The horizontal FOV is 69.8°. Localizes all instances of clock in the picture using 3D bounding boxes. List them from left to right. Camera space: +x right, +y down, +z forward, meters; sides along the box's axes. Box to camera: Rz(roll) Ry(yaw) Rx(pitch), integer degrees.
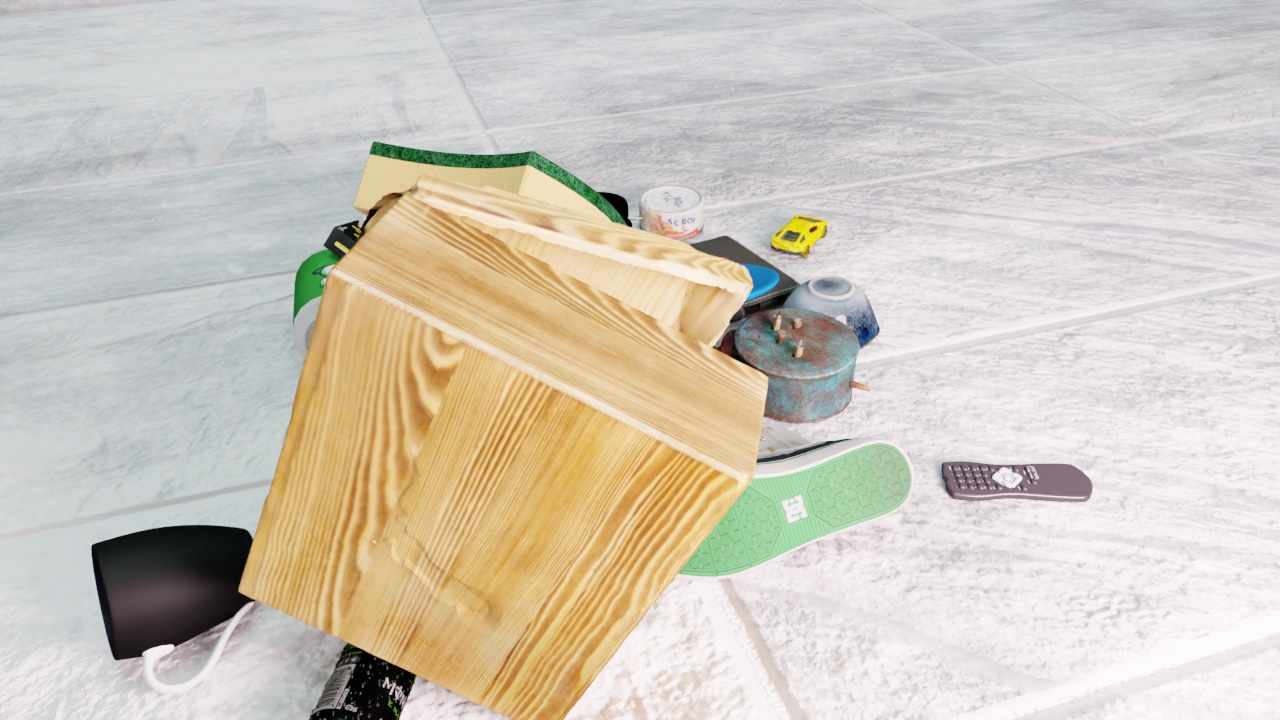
[{"bbox_3d":[-0.066,-0.180,1.186,0.120,0.043,0.091,-16,37,-20],"label":"clock"},{"bbox_3d":[0.133,0.000,0.892,0.157,0.073,0.121,-5,35,-3],"label":"clock"}]

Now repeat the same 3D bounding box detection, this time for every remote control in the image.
[{"bbox_3d":[0.086,0.075,0.800,0.135,0.011,0.050,-5,22,-35],"label":"remote control"},{"bbox_3d":[0.325,0.104,0.791,0.124,0.009,0.046,1,35,3],"label":"remote control"}]

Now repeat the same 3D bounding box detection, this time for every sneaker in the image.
[{"bbox_3d":[0.094,0.115,0.738,0.235,0.084,0.079,-14,0,-4],"label":"sneaker"}]

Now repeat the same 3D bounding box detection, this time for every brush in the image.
[{"bbox_3d":[-0.161,-0.159,1.007,0.250,0.075,0.195,11,-8,29],"label":"brush"}]

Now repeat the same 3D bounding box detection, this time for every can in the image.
[{"bbox_3d":[-0.322,-0.057,0.976,0.087,0.088,0.139,-10,35,-13],"label":"can"},{"bbox_3d":[-0.176,0.205,0.619,0.054,0.054,0.137,4,35,8],"label":"can"},{"bbox_3d":[0.041,-0.194,1.204,0.086,0.043,0.086,-1,36,1],"label":"can"}]

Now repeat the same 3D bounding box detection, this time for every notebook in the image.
[{"bbox_3d":[0.058,-0.085,1.061,0.208,0.029,0.169,-20,39,-22],"label":"notebook"}]

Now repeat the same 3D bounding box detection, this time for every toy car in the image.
[{"bbox_3d":[0.203,-0.162,1.165,0.049,0.030,0.106,16,37,25],"label":"toy car"}]

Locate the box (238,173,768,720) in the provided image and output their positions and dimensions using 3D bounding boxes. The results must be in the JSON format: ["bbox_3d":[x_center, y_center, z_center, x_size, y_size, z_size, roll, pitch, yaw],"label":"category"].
[{"bbox_3d":[-0.096,0.040,0.593,0.258,0.280,0.220,26,38,-7],"label":"box"}]

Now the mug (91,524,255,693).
[{"bbox_3d":[-0.326,0.174,0.659,0.100,0.085,0.118,-11,64,-35],"label":"mug"}]

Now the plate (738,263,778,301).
[{"bbox_3d":[0.024,-0.062,0.906,0.224,0.024,0.224,-6,15,2],"label":"plate"}]

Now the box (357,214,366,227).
[{"bbox_3d":[-0.228,-0.021,0.819,0.084,0.186,0.210,6,23,-25],"label":"box"}]

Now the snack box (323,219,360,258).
[{"bbox_3d":[-0.261,-0.097,0.999,0.147,0.025,0.080,37,18,-3],"label":"snack box"}]

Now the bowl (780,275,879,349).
[{"bbox_3d":[0.203,-0.057,0.990,0.110,0.055,0.110,-1,35,1],"label":"bowl"}]
